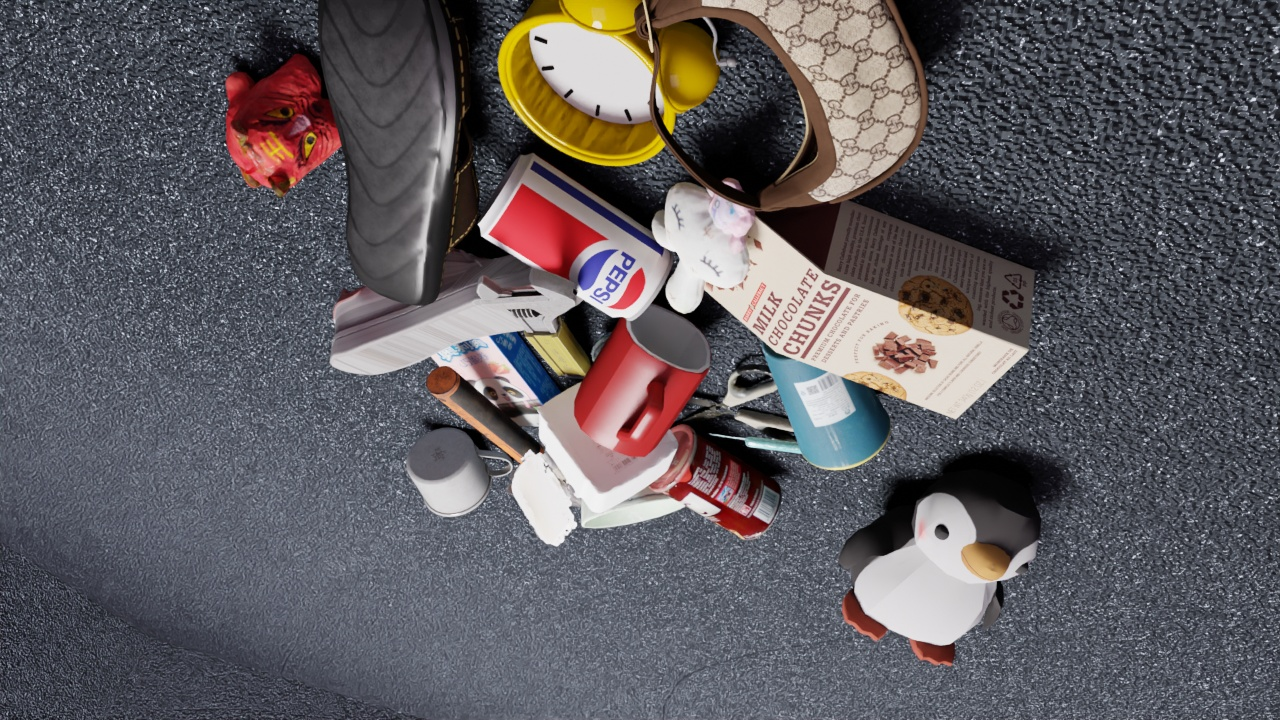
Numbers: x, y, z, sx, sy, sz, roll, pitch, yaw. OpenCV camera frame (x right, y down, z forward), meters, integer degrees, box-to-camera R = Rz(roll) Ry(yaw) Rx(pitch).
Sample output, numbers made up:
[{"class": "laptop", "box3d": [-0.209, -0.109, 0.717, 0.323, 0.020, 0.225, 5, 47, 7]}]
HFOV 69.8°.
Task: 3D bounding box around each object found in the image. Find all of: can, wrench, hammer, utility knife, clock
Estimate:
[{"class": "can", "box3d": [-0.047, -0.089, 0.672, 0.132, 0.070, 0.070, 31, 145, -17]}, {"class": "wrench", "box3d": [-0.072, -0.022, 0.747, 0.084, 0.018, 0.273, 3, 166, 9]}, {"class": "hammer", "box3d": [-0.135, 0.087, 0.949, 0.138, 0.035, 0.314, 1, 154, 23]}, {"class": "utility knife", "box3d": [0.131, 0.080, 0.850, 0.141, 0.015, 0.022, 6, 170, 15]}, {"class": "clock", "box3d": [-0.019, -0.178, 0.551, 0.113, 0.051, 0.152, 36, 148, -23]}]

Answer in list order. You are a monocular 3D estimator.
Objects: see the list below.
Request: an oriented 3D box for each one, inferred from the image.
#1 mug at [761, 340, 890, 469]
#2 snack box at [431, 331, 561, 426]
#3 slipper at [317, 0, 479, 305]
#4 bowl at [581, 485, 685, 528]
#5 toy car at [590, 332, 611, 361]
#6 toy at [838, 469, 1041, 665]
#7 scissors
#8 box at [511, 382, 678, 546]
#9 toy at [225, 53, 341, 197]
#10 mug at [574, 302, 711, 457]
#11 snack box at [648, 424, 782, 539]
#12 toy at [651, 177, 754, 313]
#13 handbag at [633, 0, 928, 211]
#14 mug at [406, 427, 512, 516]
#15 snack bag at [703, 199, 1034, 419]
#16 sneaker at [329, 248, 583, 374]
[{"class": "mug", "box3d": [0.144, 0.020, 0.729, 0.078, 0.078, 0.121, -4, 135, 32]}, {"class": "snack box", "box3d": [-0.142, 0.010, 0.899, 0.088, 0.033, 0.154, -2, 141, 28]}, {"class": "slipper", "box3d": [-0.161, -0.156, 0.633, 0.113, 0.075, 0.268, 19, 132, 11]}, {"class": "bowl", "box3d": [-0.010, 0.132, 0.962, 0.117, 0.061, 0.117, -12, 161, -4]}, {"class": "toy car", "box3d": [-0.005, 0.005, 0.819, 0.089, 0.027, 0.039, 40, 119, -23]}, {"class": "toy", "box3d": [0.283, 0.164, 0.838, 0.159, 0.139, 0.185, 24, 132, -6]}, {"class": "scissors", "box3d": [0.092, 0.044, 0.842, 0.157, 0.012, 0.171, 26, 151, -11]}, {"class": "box", "box3d": [-0.057, 0.106, 0.867, 0.107, 0.151, 0.132, 50, 156, 22]}, {"class": "toy", "box3d": [-0.282, -0.159, 0.678, 0.133, 0.093, 0.088, -16, 132, 45]}, {"class": "mug", "box3d": [0.000, 0.024, 0.743, 0.080, 0.116, 0.097, 25, 122, -13]}, {"class": "snack box", "box3d": [0.073, 0.122, 0.905, 0.121, 0.072, 0.072, 32, 145, -25]}, {"class": "toy", "box3d": [0.039, -0.081, 0.606, 0.079, 0.038, 0.123, 65, 154, 7]}, {"class": "handbag", "box3d": [0.070, -0.154, 0.492, 0.139, 0.063, 0.166, -27, 129, 19]}, {"class": "mug", "box3d": [-0.209, 0.124, 1.068, 0.113, 0.084, 0.071, -19, 139, -3]}, {"class": "snack bag", "box3d": [0.147, -0.045, 0.633, 0.206, 0.069, 0.095, 20, 147, 0]}, {"class": "sneaker", "box3d": [-0.156, -0.064, 0.761, 0.236, 0.089, 0.099, -17, 163, 12]}]
